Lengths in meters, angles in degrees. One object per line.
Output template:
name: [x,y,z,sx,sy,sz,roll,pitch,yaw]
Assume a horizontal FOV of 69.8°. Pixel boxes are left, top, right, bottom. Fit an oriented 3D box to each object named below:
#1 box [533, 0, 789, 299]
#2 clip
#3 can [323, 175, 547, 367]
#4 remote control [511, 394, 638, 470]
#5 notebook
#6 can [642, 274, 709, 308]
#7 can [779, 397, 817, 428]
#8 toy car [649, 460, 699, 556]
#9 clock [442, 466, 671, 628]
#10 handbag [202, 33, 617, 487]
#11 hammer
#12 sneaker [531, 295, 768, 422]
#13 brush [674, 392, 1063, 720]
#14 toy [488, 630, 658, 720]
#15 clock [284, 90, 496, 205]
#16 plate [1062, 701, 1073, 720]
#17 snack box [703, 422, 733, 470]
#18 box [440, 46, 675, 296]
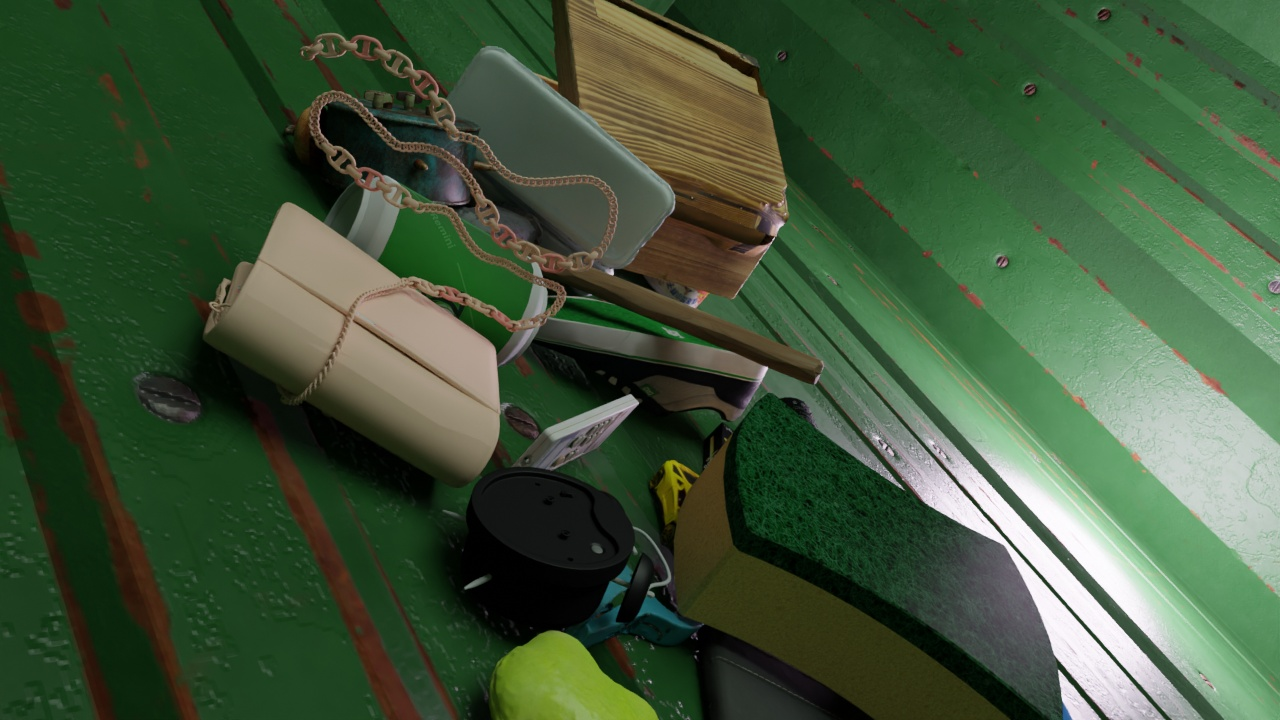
box: [0.012,-0.230,0.985,0.278,0.221,0.258,13,36,-34]
clip: [0.000,0.147,0.549,0.119,0.033,0.120,39,20,-20]
can: [-0.137,-0.055,0.606,0.139,0.088,0.087,28,25,-34]
remote control: [-0.044,0.053,0.615,0.011,0.050,0.135,46,21,10]
notebook: [0.106,0.242,0.548,0.169,0.029,0.208,34,25,-17]
can: [0.045,-0.101,1.097,0.086,0.043,0.086,36,22,-17]
can: [0.154,0.089,0.900,0.054,0.054,0.137,35,22,-20]
toy car: [0.037,0.115,0.672,0.049,0.030,0.106,33,24,-26]
clock: [-0.040,0.101,0.490,0.120,0.043,0.091,9,23,-27]
handbag: [-0.121,-0.050,0.482,0.198,0.187,0.116,37,14,-27]
hammer: [-0.011,-0.052,0.730,0.328,0.052,0.097,23,17,12]
sneaker: [-0.004,0.004,0.772,0.235,0.079,0.084,13,18,-23]
brush: [0.150,0.145,0.621,0.250,0.075,0.194,33,24,-2]
toy: [-0.036,0.173,0.400,0.092,0.046,0.115,42,27,1]
clock: [-0.200,-0.173,0.711,0.158,0.073,0.121,17,17,20]
plate: [0.319,0.284,0.855,0.224,0.024,0.224,36,21,-17]
snack box: [0.090,0.116,0.770,0.080,0.025,0.147,38,21,-11]
box: [-0.092,-0.151,0.808,0.210,0.186,0.084,40,42,-9]
